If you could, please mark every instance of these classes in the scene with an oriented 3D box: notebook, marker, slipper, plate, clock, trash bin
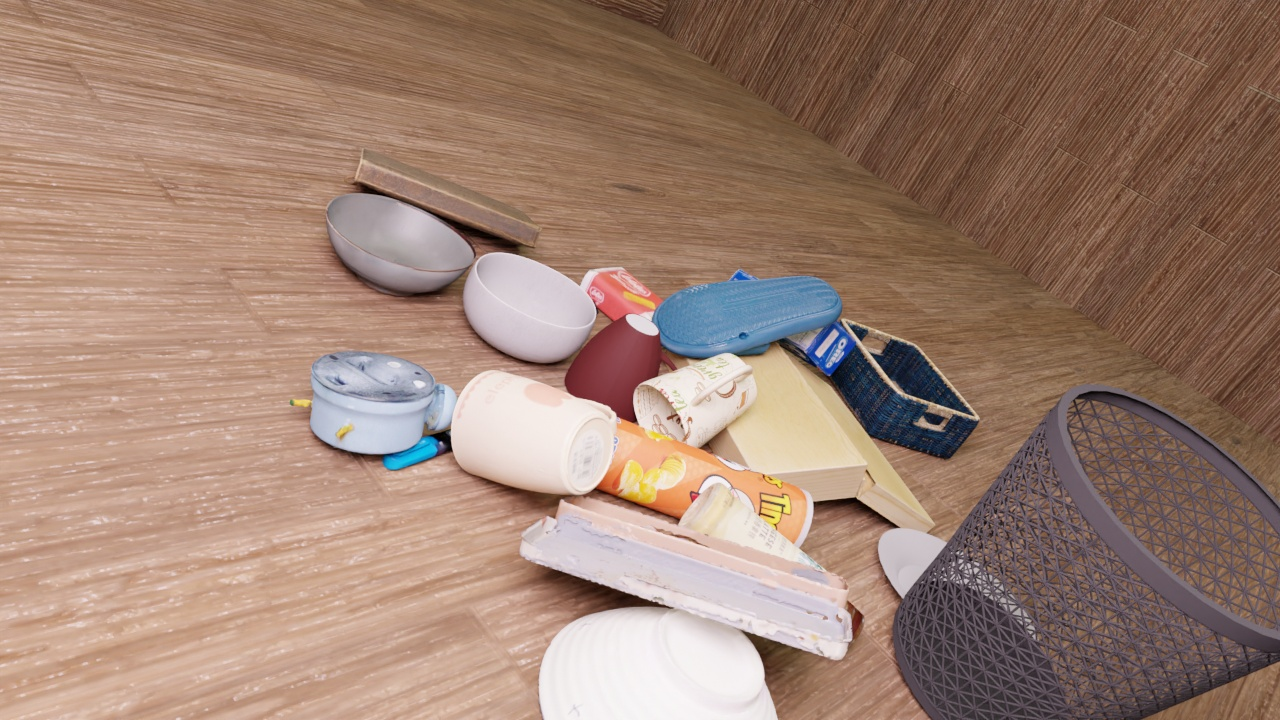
[{"bbox_3d":[-0.222,-0.183,1.045,0.215,0.034,0.190,20,11,-19],"label":"notebook"},{"bbox_3d":[-0.155,0.063,0.727,0.018,0.015,0.122,35,26,21],"label":"marker"},{"bbox_3d":[0.119,-0.042,1.008,0.213,0.059,0.103,-11,44,-9],"label":"slipper"},{"bbox_3d":[0.298,0.230,0.877,0.172,0.019,0.172,23,26,-12],"label":"plate"},{"bbox_3d":[-0.192,0.029,0.691,0.089,0.052,0.124,25,21,32],"label":"clock"},{"bbox_3d":[0.333,0.180,0.705,0.217,0.244,0.216,18,39,-15],"label":"trash bin"}]

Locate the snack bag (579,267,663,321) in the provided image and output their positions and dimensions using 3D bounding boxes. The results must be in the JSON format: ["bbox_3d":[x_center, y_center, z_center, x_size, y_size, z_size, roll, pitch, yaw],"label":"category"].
[{"bbox_3d":[-0.011,-0.066,1.096,0.116,0.036,0.076,41,28,24],"label":"snack bag"}]

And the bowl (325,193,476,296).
[{"bbox_3d":[-0.241,-0.104,0.903,0.150,0.057,0.150,22,25,-11],"label":"bowl"}]

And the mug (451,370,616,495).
[{"bbox_3d":[-0.069,0.054,0.703,0.104,0.085,0.111,13,23,34],"label":"mug"}]

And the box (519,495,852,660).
[{"bbox_3d":[0.036,0.142,0.630,0.216,0.042,0.148,16,-5,10],"label":"box"}]

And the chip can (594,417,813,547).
[{"bbox_3d":[0.043,0.107,0.793,0.210,0.062,0.062,22,26,-14],"label":"chip can"}]

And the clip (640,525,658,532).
[{"bbox_3d":[0.017,0.156,0.729,0.058,0.035,0.022,36,29,27],"label":"clip"}]

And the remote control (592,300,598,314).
[{"bbox_3d":[-0.107,-0.075,1.043,0.124,0.010,0.039,16,28,-25],"label":"remote control"}]

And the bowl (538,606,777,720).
[{"bbox_3d":[0.030,0.207,0.583,0.177,0.071,0.177,23,25,-12],"label":"bowl"}]

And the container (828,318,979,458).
[{"bbox_3d":[0.336,0.036,1.217,0.145,0.071,0.187,17,27,-24],"label":"container"}]

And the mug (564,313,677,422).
[{"bbox_3d":[-0.005,0.005,0.903,0.114,0.089,0.087,22,26,-15],"label":"mug"}]

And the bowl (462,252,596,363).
[{"bbox_3d":[-0.115,-0.045,0.912,0.131,0.064,0.131,23,26,-12],"label":"bowl"}]

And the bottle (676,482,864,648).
[{"bbox_3d":[0.106,0.169,0.735,0.162,0.057,0.056,40,25,-1],"label":"bottle"}]

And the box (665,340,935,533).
[{"bbox_3d":[0.172,0.068,0.994,0.260,0.097,0.247,20,27,-31],"label":"box"}]

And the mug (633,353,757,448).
[{"bbox_3d":[0.062,0.031,0.854,0.097,0.122,0.081,-27,79,-28],"label":"mug"}]

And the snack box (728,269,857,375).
[{"bbox_3d":[0.177,-0.053,1.161,0.059,0.059,0.226,42,-1,-31],"label":"snack box"}]
